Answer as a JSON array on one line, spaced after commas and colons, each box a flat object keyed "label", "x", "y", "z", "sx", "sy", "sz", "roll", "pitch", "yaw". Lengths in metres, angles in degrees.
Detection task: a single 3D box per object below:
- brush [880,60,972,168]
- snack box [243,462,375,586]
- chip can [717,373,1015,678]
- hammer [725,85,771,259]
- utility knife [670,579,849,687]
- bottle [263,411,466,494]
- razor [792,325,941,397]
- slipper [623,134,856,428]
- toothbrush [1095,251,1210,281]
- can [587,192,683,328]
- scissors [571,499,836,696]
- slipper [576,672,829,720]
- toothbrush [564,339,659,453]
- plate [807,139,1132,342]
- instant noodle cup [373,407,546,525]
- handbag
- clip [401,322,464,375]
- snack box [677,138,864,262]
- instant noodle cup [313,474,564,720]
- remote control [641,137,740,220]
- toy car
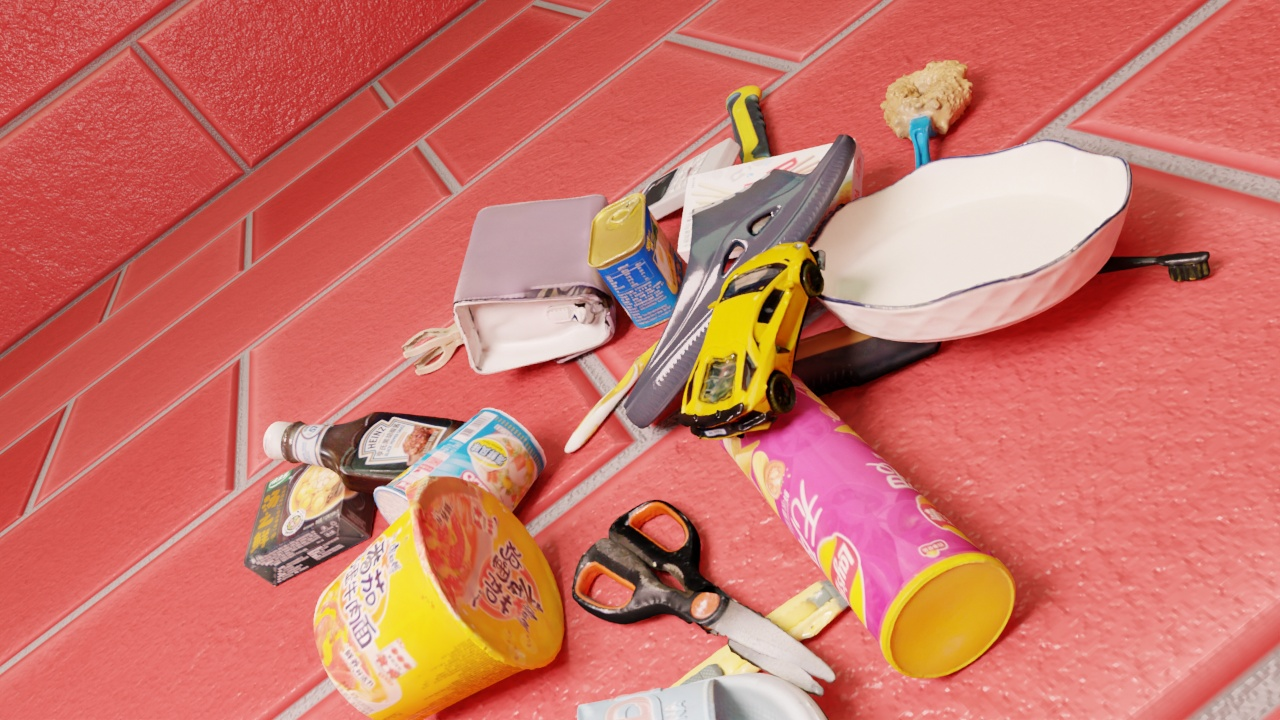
[{"label": "brush", "x": 0.239, "y": -0.172, "z": 0.767, "sx": 0.083, "sy": 0.046, "sz": 0.253, "roll": -11, "pitch": 43, "yaw": 28}, {"label": "snack box", "x": -0.304, "y": 0.135, "z": 0.869, "sx": 0.113, "sy": 0.053, "sz": 0.125, "roll": -28, "pitch": 38, "yaw": 13}, {"label": "chip can", "x": 0.113, "y": 0.079, "z": 0.520, "sx": 0.071, "sy": 0.071, "sz": 0.210, "roll": -36, "pitch": 32, "yaw": -1}, {"label": "hammer", "x": 0.114, "y": -0.199, "z": 0.919, "sx": 0.126, "sy": 0.032, "sz": 0.322, "roll": -24, "pitch": 34, "yaw": 16}, {"label": "utility knife", "x": 0.034, "y": 0.187, "z": 0.514, "sx": 0.211, "sy": 0.022, "sz": 0.031, "roll": -40, "pitch": 27, "yaw": 2}, {"label": "bottle", "x": -0.244, "y": 0.080, "z": 0.819, "sx": 0.195, "sy": 0.044, "sz": 0.079, "roll": 4, "pitch": 44, "yaw": 17}, {"label": "razor", "x": 0.126, "y": -0.002, "z": 0.633, "sx": 0.168, "sy": 0.062, "sz": 0.067, "roll": -19, "pitch": 59, "yaw": 16}, {"label": "slipper", "x": 0.058, "y": -0.072, "z": 0.685, "sx": 0.268, "sy": 0.083, "sz": 0.110, "roll": -52, "pitch": -1, "yaw": 6}, {"label": "toothbrush", "x": 0.255, "y": -0.058, "z": 0.609, "sx": 0.213, "sy": 0.027, "sz": 0.026, "roll": 1, "pitch": 31, "yaw": 43}, {"label": "can", "x": -0.001, "y": -0.090, "z": 0.836, "sx": 0.057, "sy": 0.083, "sz": 0.101, "roll": -24, "pitch": 34, "yaw": 18}, {"label": "scissors", "x": 0.042, "y": 0.131, "z": 0.551, "sx": 0.236, "sy": 0.022, "sz": 0.141, "roll": -9, "pitch": 38, "yaw": 43}, {"label": "slipper", "x": -0.018, "y": 0.218, "z": 0.452, "sx": 0.246, "sy": 0.074, "sz": 0.103, "roll": -26, "pitch": 41, "yaw": 18}, {"label": "toothbrush", "x": -0.005, "y": 0.005, "z": 0.778, "sx": 0.191, "sy": 0.018, "sz": 0.016, "roll": -50, "pitch": 33, "yaw": -21}, {"label": "plate", "x": 0.209, "y": -0.078, "z": 0.602, "sx": 0.205, "sy": 0.045, "sz": 0.204, "roll": -21, "pitch": 26, "yaw": 11}, {"label": "instant noodle cup", "x": -0.135, "y": 0.097, "z": 0.718, "sx": 0.099, "sy": 0.099, "sz": 0.109, "roll": 4, "pitch": 42, "yaw": 46}, {"label": "handbag", "x": -0.095, "y": -0.080, "z": 0.899, "sx": 0.145, "sy": 0.098, "sz": 0.196, "roll": -12, "pitch": 35, "yaw": 7}, {"label": "clip", "x": -0.207, "y": -0.022, "z": 0.995, "sx": 0.100, "sy": 0.035, "sz": 0.071, "roll": -29, "pitch": 31, "yaw": -5}, {"label": "snack box", "x": 0.109, "y": -0.133, "z": 0.783, "sx": 0.157, "sy": 0.027, "sz": 0.084, "roll": -8, "pitch": 59, "yaw": 30}, {"label": "instant noodle cup", "x": -0.134, "y": 0.162, "z": 0.599, "sx": 0.110, "sy": 0.138, "sz": 0.137, "roll": -36, "pitch": 31, "yaw": 15}, {"label": "remote control", "x": 0.041, "y": -0.178, "z": 0.931, "sx": 0.150, "sy": 0.021, "sz": 0.058, "roll": -16, "pitch": 41, "yaw": 55}, {"label": "toy car", "x": 0.068, "y": -0.017, "z": 0.572, "sx": 0.071, "sy": 0.041, "sz": 0.155, "roll": -12, "pitch": 46, "yaw": 46}]
